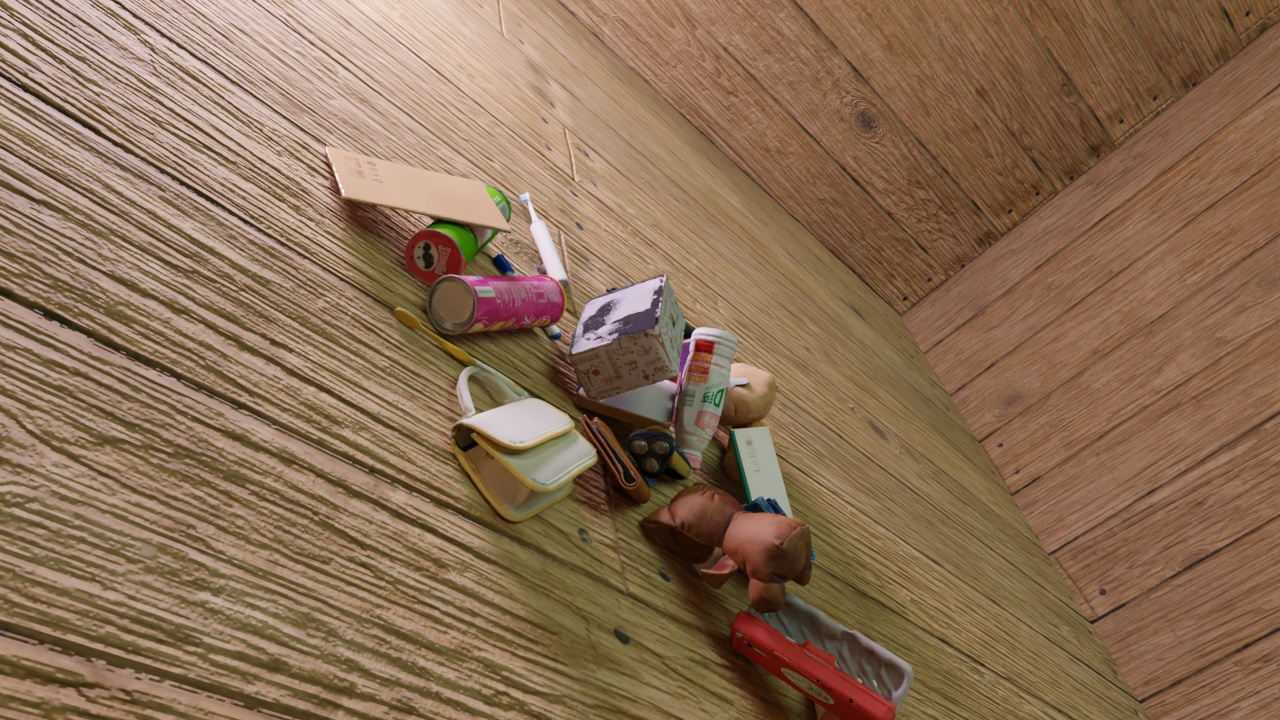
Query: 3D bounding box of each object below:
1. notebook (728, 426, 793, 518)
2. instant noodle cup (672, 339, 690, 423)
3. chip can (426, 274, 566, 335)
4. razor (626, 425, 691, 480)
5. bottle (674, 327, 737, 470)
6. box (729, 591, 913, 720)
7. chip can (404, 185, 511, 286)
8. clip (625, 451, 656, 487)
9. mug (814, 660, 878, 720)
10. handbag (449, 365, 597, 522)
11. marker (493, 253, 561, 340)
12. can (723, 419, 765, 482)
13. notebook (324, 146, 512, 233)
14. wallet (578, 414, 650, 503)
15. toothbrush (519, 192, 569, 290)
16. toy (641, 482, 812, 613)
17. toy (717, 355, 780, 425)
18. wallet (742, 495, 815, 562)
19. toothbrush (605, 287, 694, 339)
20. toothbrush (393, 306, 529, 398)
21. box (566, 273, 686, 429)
[{"bbox_3d":[0.185,0.200,1.344,0.150,0.012,0.209,4,70,-61],"label":"notebook"},{"bbox_3d":[0.072,0.037,1.384,0.111,0.112,0.099,14,49,-55],"label":"instant noodle cup"},{"bbox_3d":[-0.174,-0.071,1.137,0.071,0.072,0.210,54,23,12],"label":"chip can"},{"bbox_3d":[0.032,0.129,1.184,0.167,0.062,0.067,47,44,-65],"label":"razor"},{"bbox_3d":[0.086,0.055,1.294,0.068,0.068,0.196,24,75,-46],"label":"bottle"},{"bbox_3d":[0.208,0.334,1.053,0.201,0.095,0.099,28,59,22],"label":"box"},{"bbox_3d":[-0.228,-0.166,1.185,0.072,0.072,0.235,44,22,-12],"label":"chip can"},{"bbox_3d":[0.001,0.140,1.193,0.056,0.028,0.024,61,26,6],"label":"clip"},{"bbox_3d":[0.261,0.434,1.115,0.114,0.082,0.105,56,16,-25],"label":"mug"},{"bbox_3d":[-0.138,0.073,0.986,0.178,0.063,0.163,48,20,8],"label":"handbag"},{"bbox_3d":[-0.156,-0.088,1.269,0.146,0.017,0.016,53,22,10],"label":"marker"},{"bbox_3d":[0.167,0.136,1.453,0.058,0.058,0.145,46,22,-7],"label":"can"},{"bbox_3d":[-0.275,-0.210,1.133,0.207,0.008,0.147,8,30,-32],"label":"notebook"},{"bbox_3d":[-0.031,0.112,1.094,0.119,0.035,0.131,50,-5,17],"label":"wallet"},{"bbox_3d":[-0.153,-0.192,1.434,0.027,0.026,0.220,84,-14,-52],"label":"toothbrush"},{"bbox_3d":[0.108,0.216,1.099,0.200,0.131,0.139,27,25,28],"label":"toy"},{"bbox_3d":[0.157,0.043,1.510,0.143,0.083,0.225,10,20,10],"label":"toy"},{"bbox_3d":[0.161,0.235,1.202,0.040,0.133,0.106,-34,82,-30],"label":"wallet"},{"bbox_3d":[0.017,-0.084,1.583,0.212,0.026,0.027,26,-3,-42],"label":"toothbrush"},{"bbox_3d":[-0.202,-0.006,1.050,0.191,0.016,0.018,37,16,-26],"label":"toothbrush"},{"bbox_3d":[-0.007,0.009,1.241,0.181,0.151,0.168,-77,144,-61],"label":"box"}]
